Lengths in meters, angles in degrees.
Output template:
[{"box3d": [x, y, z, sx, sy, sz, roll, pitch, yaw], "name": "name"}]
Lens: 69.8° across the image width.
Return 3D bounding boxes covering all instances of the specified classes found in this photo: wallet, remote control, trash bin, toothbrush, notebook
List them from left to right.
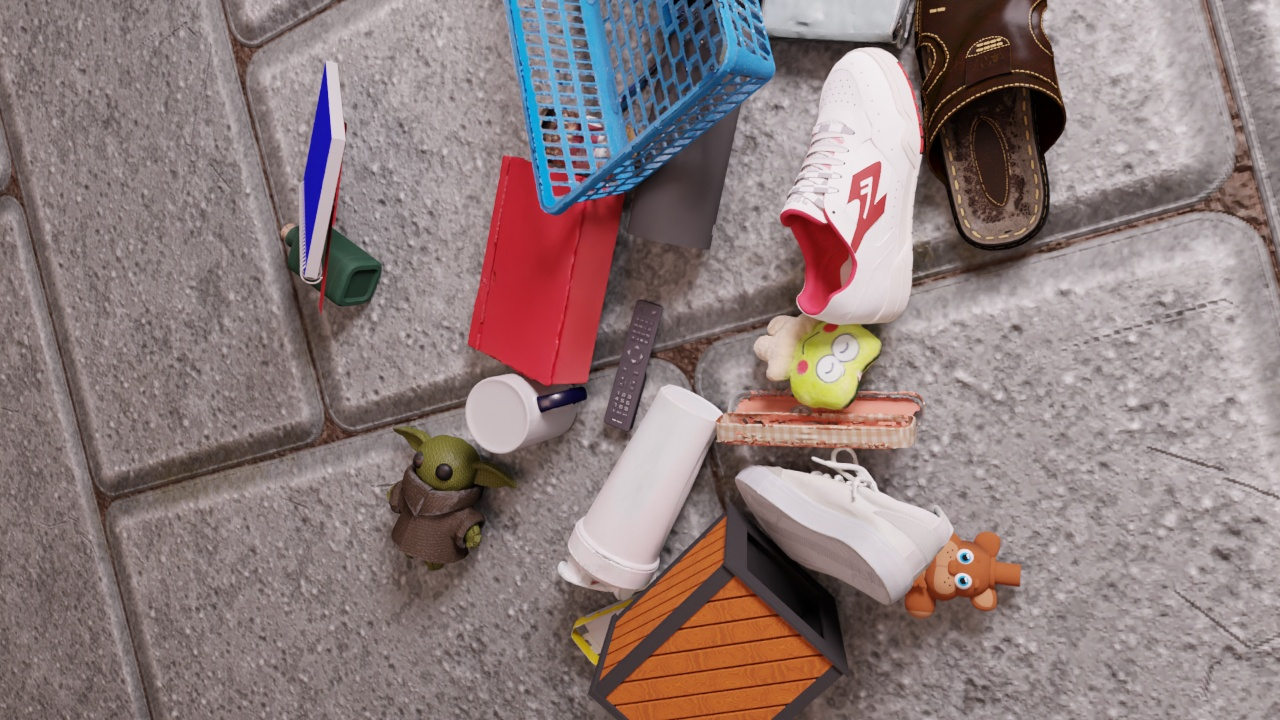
[{"box3d": [-0.352, -0.210, 1.012, 0.172, 0.022, 0.209, -66, 30, 30], "name": "notebook"}, {"box3d": [-0.015, -0.268, 0.926, 0.189, 0.016, 0.017, -44, 63, 23], "name": "toothbrush"}, {"box3d": [-0.006, 0.006, 0.952, 0.032, 0.015, 0.136, 20, 102, 23], "name": "remote control"}, {"box3d": [0.071, 0.258, 0.837, 0.139, 0.139, 0.172, 43, 104, -3], "name": "trash bin"}, {"box3d": [0.176, -0.326, 0.805, 0.132, 0.054, 0.100, 16, 93, 26], "name": "wallet"}]

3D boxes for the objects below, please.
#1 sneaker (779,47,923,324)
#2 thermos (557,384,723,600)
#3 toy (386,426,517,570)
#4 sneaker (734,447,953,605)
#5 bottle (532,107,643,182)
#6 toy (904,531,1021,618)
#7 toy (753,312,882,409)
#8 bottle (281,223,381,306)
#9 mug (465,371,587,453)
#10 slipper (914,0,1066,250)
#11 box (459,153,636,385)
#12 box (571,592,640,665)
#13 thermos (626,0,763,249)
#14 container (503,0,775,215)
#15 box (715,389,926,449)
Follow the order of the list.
[{"box3d": [0.169, -0.147, 0.784, 0.090, 0.104, 0.237, 17, 109, 60], "name": "sneaker"}, {"box3d": [0.006, 0.137, 0.922, 0.099, 0.099, 0.221, 33, 105, 19], "name": "thermos"}, {"box3d": [-0.230, 0.160, 1.046, 0.179, 0.078, 0.153, 20, 104, 26], "name": "toy"}, {"box3d": [0.174, 0.132, 0.807, 0.090, 0.242, 0.089, -35, 109, -15], "name": "sneaker"}, {"box3d": [-0.049, -0.213, 0.912, 0.105, 0.056, 0.056, 18, 104, 8], "name": "bottle"}, {"box3d": [0.266, 0.183, 0.811, 0.128, 0.065, 0.095, 3, 80, 24], "name": "toy"}, {"box3d": [0.159, -0.005, 0.846, 0.115, 0.046, 0.092, 26, 79, 35], "name": "toy"}, {"box3d": [-0.378, -0.123, 1.095, 0.131, 0.061, 0.061, 35, 112, 19], "name": "bottle"}, {"box3d": [-0.110, 0.047, 0.963, 0.112, 0.096, 0.078, -15, 89, 27], "name": "mug"}, {"box3d": [0.283, -0.224, 0.749, 0.113, 0.075, 0.268, -4, 94, 26], "name": "slipper"}, {"box3d": [-0.096, -0.093, 0.943, 0.164, 0.153, 0.215, 14, 103, -1], "name": "box"}, {"box3d": [0.035, 0.293, 0.957, 0.210, 0.036, 0.129, -29, 93, 25], "name": "box"}, {"box3d": [0.051, -0.231, 0.860, 0.082, 0.082, 0.240, 17, 103, 24], "name": "thermos"}, {"box3d": [-0.012, -0.333, 0.802, 0.258, 0.089, 0.361, -28, 67, 47], "name": "container"}, {"box3d": [0.164, 0.054, 0.845, 0.187, 0.082, 0.042, 0, 108, 25], "name": "box"}]
